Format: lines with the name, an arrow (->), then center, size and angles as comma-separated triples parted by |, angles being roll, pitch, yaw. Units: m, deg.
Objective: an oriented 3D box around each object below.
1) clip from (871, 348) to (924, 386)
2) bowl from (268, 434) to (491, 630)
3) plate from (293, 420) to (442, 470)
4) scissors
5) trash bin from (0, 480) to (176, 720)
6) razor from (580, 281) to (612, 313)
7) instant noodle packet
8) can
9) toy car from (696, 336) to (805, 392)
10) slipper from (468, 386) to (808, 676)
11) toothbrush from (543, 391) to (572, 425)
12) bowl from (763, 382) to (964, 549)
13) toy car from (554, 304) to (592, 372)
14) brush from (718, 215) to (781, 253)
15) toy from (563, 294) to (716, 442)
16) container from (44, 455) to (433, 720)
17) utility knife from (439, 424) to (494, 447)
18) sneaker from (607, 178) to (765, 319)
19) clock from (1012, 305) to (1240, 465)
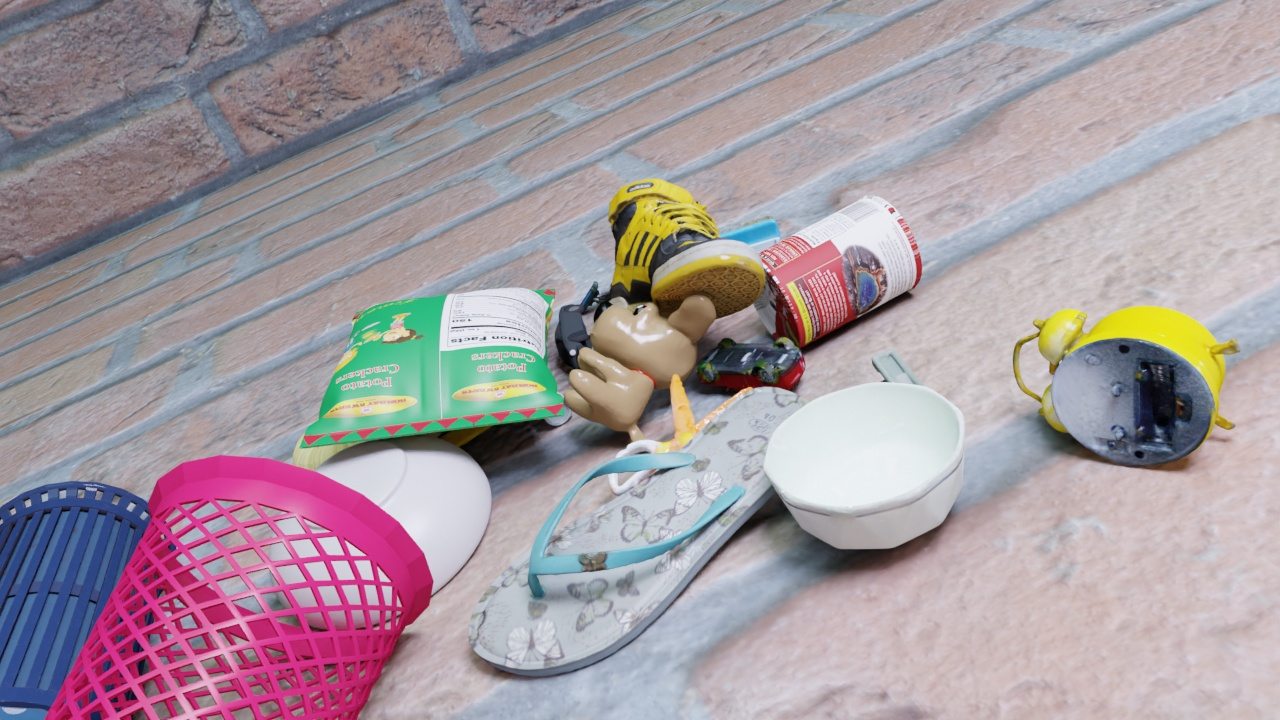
clip -> 0.182, 0.019, 0.623 | 0.023, 0.050, 0.078 | -25, 21, -2
bowl -> -0.206, 0.112, 0.696 | 0.177, 0.066, 0.176 | -13, 36, 10
plate -> -0.262, 0.064, 0.857 | 0.184, 0.036, 0.184 | -21, 24, 10
scissors -> 0.028, 0.061, 0.650 | 0.128, 0.011, 0.125 | -16, 51, 7
trash bin -> -0.413, 0.207, 0.635 | 0.139, 0.139, 0.249 | -27, 30, -7
razor -> -0.017, -0.094, 0.990 | 0.143, 0.022, 0.043 | -46, -4, -43
instant noodle packet -> -0.168, -0.003, 0.790 | 0.195, 0.090, 0.252 | -7, 27, -3
can -> 0.156, -0.071, 0.750 | 0.116, 0.087, 0.086 | -28, 29, -9
toy car -> 0.086, 0.005, 0.723 | 0.091, 0.036, 0.042 | 5, 39, 40
slipper -> 0.006, 0.099, 0.578 | 0.268, 0.055, 0.098 | -35, 45, -13
toothbrush -> -0.120, 0.013, 0.872 | 0.026, 0.027, 0.223 | -12, 22, -25
bowl -> 0.137, 0.070, 0.547 | 0.117, 0.061, 0.117 | -17, 29, 9
toy car -> -0.062, -0.017, 0.860 | 0.034, 0.046, 0.112 | -17, 26, 0
brush -> 0.071, -0.089, 0.876 | 0.136, 0.055, 0.075 | -15, 24, 16
toy -> -0.004, 0.004, 0.726 | 0.108, 0.106, 0.134 | -52, -5, -21
container -> -0.239, 0.197, 0.503 | 0.183, 0.183, 0.225 | -12, 38, 20
utility knife -> -0.201, 0.092, 0.802 | 0.190, 0.018, 0.030 | -30, 24, -21
sneaker -> 0.034, -0.099, 0.769 | 0.086, 0.122, 0.239 | 6, -10, -21
clock -> 0.273, 0.011, 0.528 | 0.119, 0.083, 0.057 | 9, 36, 40
